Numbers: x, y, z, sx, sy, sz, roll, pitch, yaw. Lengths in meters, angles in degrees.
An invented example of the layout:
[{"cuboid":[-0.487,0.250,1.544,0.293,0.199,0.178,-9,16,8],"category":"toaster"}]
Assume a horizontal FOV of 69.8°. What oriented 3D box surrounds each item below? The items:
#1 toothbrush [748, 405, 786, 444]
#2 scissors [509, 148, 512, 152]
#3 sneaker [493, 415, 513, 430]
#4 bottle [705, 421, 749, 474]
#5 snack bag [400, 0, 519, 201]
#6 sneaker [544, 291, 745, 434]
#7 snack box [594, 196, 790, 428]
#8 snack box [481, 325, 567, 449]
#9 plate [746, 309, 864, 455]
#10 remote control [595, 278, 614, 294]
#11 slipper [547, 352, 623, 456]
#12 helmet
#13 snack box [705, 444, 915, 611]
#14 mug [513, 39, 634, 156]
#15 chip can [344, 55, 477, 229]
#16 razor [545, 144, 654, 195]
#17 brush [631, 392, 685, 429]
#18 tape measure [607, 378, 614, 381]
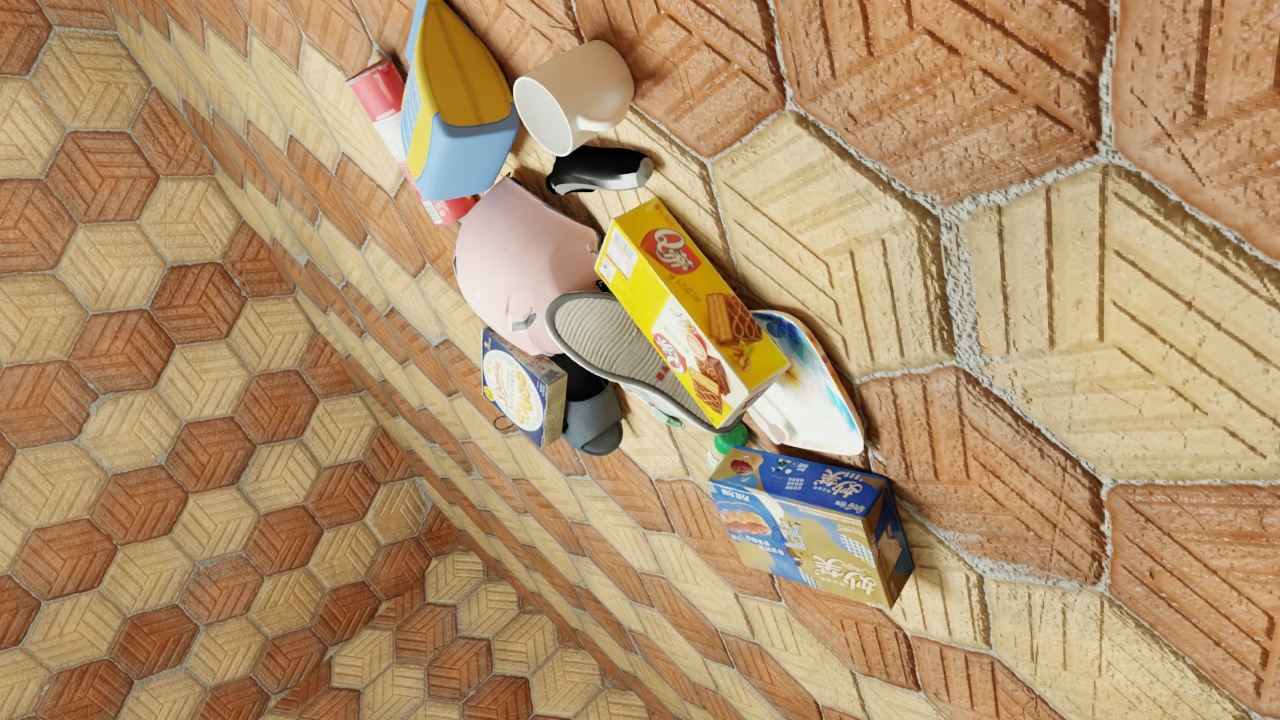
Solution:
[{"cuboid":[0.100,0.028,1.051,0.181,0.015,0.018,47,163,7],"category":"toothbrush"},{"cuboid":[-0.206,-0.310,1.139,0.140,0.013,0.114,28,146,44],"category":"scissors"},{"cuboid":[-0.160,0.073,1.475,0.238,0.142,0.101,54,157,-12],"category":"sneaker"},{"cuboid":[0.110,0.114,1.179,0.043,0.043,0.111,43,157,16],"category":"bottle"},{"cuboid":[-0.230,-0.314,1.071,0.205,0.102,0.159,69,154,9],"category":"snack bag"},{"cuboid":[0.001,0.003,1.117,0.263,0.096,0.129,31,169,-7],"category":"sneaker"},{"cuboid":[0.049,-0.049,0.971,0.230,0.061,0.110,53,155,12],"category":"snack box"},{"cuboid":[-0.172,0.035,1.341,0.145,0.042,0.145,38,142,25],"category":"snack box"},{"cuboid":[0.153,0.019,0.984,0.187,0.016,0.187,58,156,-19],"category":"plate"},{"cuboid":[-0.005,-0.051,1.132,0.030,0.009,0.140,-11,132,37],"category":"remote control"},{"cuboid":[-0.093,0.036,1.358,0.083,0.101,0.264,10,132,58],"category":"slipper"},{"cuboid":[-0.142,-0.100,1.185,0.230,0.152,0.256,37,161,19],"category":"helmet"},{"cuboid":[0.195,0.190,1.058,0.203,0.069,0.155,9,137,41],"category":"snack box"},{"cuboid":[-0.049,-0.244,0.854,0.114,0.087,0.081,31,151,38],"category":"mug"},{"cuboid":[-0.313,-0.298,1.274,0.073,0.073,0.233,15,140,54],"category":"chip can"},{"cuboid":[-0.042,-0.200,0.964,0.060,0.057,0.156,26,172,-33],"category":"razor"},{"cuboid":[0.010,0.056,1.238,0.033,0.012,0.218,23,-176,-21],"category":"brush"},{"cuboid":[-0.043,0.000,1.285,0.064,0.037,0.066,25,147,46],"category":"tape measure"}]
